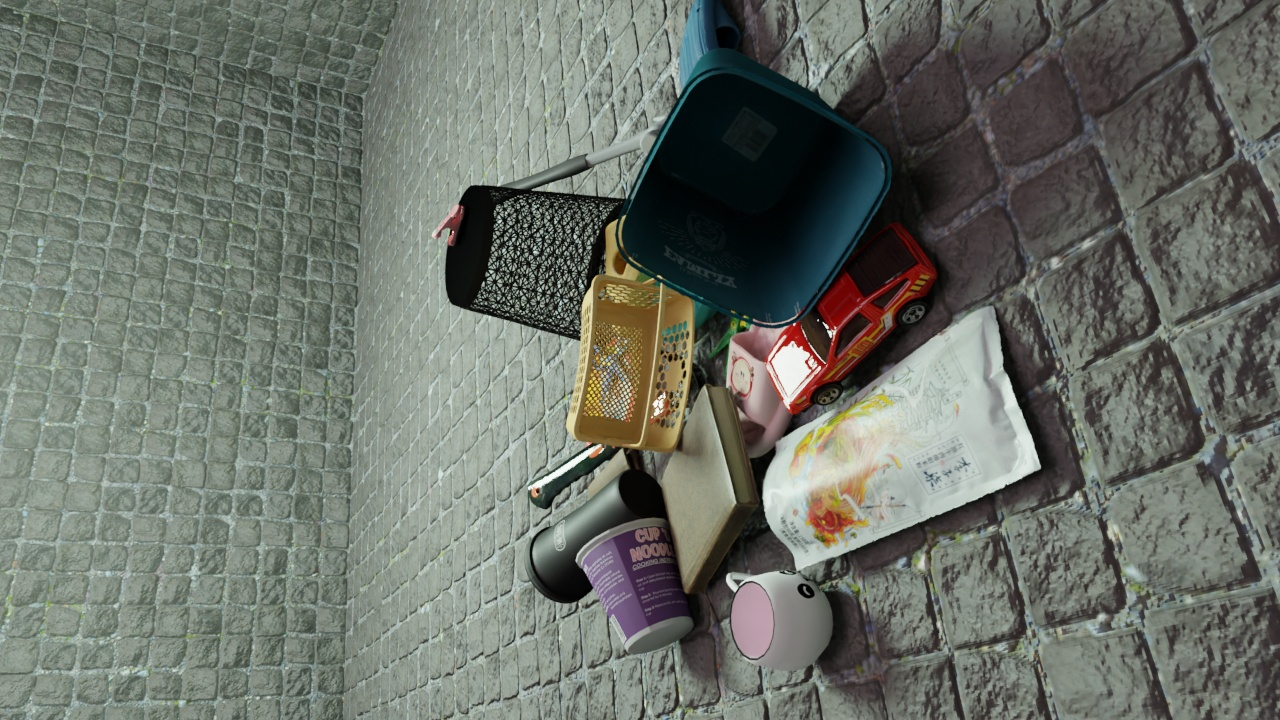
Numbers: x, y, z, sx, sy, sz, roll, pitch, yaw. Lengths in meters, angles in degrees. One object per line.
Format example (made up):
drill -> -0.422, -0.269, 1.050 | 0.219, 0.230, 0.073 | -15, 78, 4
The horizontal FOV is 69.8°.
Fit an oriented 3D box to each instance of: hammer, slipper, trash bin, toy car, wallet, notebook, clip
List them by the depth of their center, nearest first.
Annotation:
toy car -> 0.185, -0.035, 0.833 | 0.190, 0.056, 0.081 | -51, 38, 29
trash bin -> 0.098, -0.182, 0.871 | 0.200, 0.196, 0.218 | -60, 12, 28
slipper -> 0.128, -0.008, 0.953 | 0.107, 0.055, 0.222 | 39, 118, 60
notebook -> 0.074, 0.160, 0.982 | 0.216, 0.034, 0.189 | 109, 155, -52
slipper -> 0.084, -0.375, 1.132 | 0.104, 0.059, 0.213 | 116, 160, -49
slipper -> 0.007, -0.160, 1.164 | 0.078, 0.099, 0.263 | 22, 100, 32
hammer -> -0.038, 0.105, 1.167 | 0.334, 0.033, 0.133 | -38, 56, 34
clip -> -0.250, -0.177, 1.226 | 0.058, 0.050, 0.023 | -36, 38, -3
wallet -> -0.030, 0.187, 1.234 | 0.121, 0.026, 0.098 | -52, 45, 42
trash bin -> -0.126, -0.136, 1.264 | 0.217, 0.243, 0.216 | -25, 61, 58
hammer -> -0.088, -0.269, 1.265 | 0.312, 0.029, 0.124 | -14, 22, 27

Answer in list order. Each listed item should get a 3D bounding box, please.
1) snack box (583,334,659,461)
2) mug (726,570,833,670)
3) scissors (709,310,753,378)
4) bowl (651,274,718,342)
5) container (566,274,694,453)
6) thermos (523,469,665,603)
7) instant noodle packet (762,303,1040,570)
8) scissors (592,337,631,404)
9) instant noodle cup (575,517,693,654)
snack box -> -0.030, 0.048, 1.252 | 0.145, 0.040, 0.142 | -38, 51, 52
mug -> 0.127, 0.236, 0.868 | 0.124, 0.076, 0.090 | 40, 118, 58
scissors -> 0.107, -0.046, 1.048 | 0.130, 0.012, 0.116 | -50, 40, 43
bowl -> 0.063, -0.079, 1.103 | 0.121, 0.046, 0.121 | -25, 61, 58
container -> -0.006, 0.006, 1.018 | 0.167, 0.129, 0.183 | 165, 114, -70
thermos -> -0.057, 0.222, 1.171 | 0.219, 0.105, 0.105 | -46, 44, 39
instant noodle packet -> 0.208, 0.077, 0.786 | 0.270, 0.057, 0.146 | -43, 44, 46
scissors -> -0.036, 0.000, 1.222 | 0.125, 0.013, 0.130 | 49, 127, 55
instant noodle cup -> 0.004, 0.272, 1.078 | 0.121, 0.122, 0.137 | 66, -176, 31
